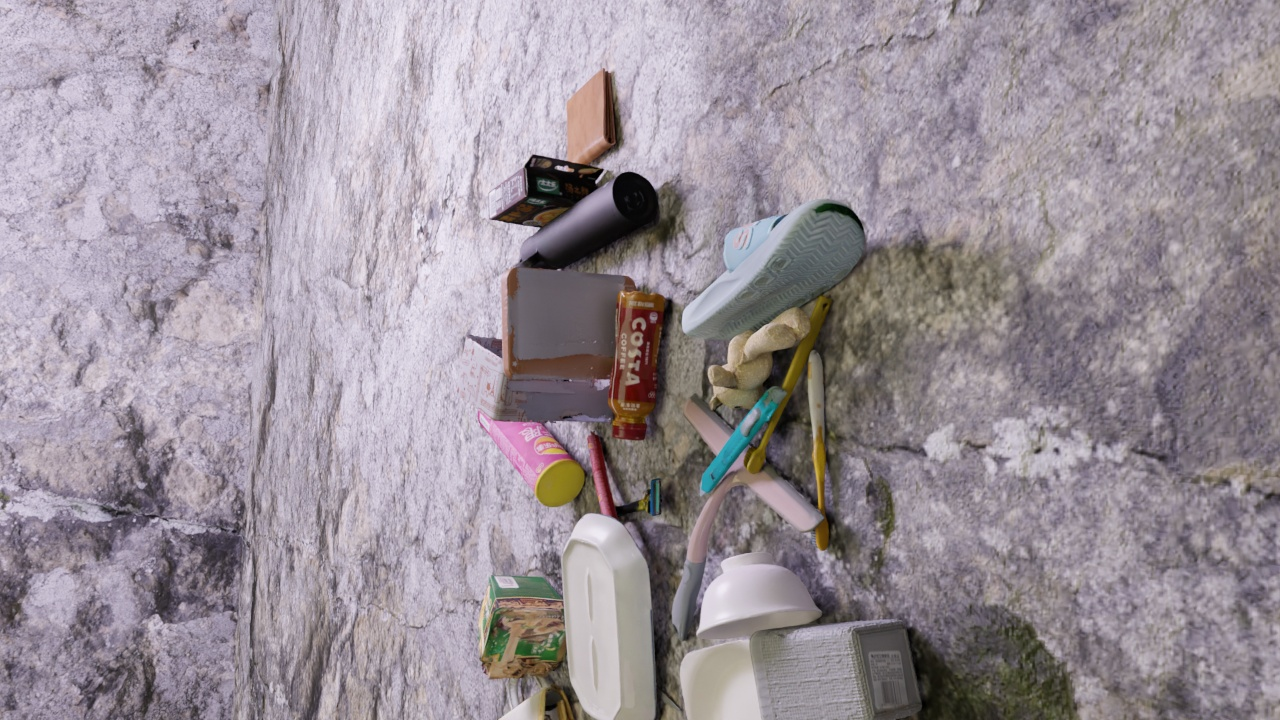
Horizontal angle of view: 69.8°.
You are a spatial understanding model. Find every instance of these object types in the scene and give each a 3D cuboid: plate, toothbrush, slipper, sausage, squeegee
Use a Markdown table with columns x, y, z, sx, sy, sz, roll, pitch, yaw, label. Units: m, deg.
| x | y | z | sx | sy | sz | roll | pitch | yaw | label |
| --- | --- | --- | --- | --- | --- | --- | --- | --- | --- |
| 0.108 | 0.364 | 0.914 | 0.165 | 0.034 | 0.163 | -32 | 62 | 49 | plate |
| 0.168 | 0.085 | 0.878 | 0.018 | 0.016 | 0.191 | -14 | 76 | 62 | toothbrush |
| -0.046 | 0.317 | 1.093 | 0.162 | 0.034 | 0.266 | 3 | 97 | 52 | plate |
| 0.121 | -0.090 | 0.893 | 0.246 | 0.104 | 0.074 | -39 | 54 | 53 | slipper |
| -0.048 | 0.150 | 1.148 | 0.020 | 0.020 | 0.155 | -55 | 36 | 36 | sausage |
| 0.143 | 0.025 | 0.902 | 0.016 | 0.015 | 0.190 | 43 | 115 | 60 | toothbrush |
| 0.068 | 0.201 | 0.978 | 0.247 | 0.040 | 0.250 | 44 | 124 | 51 | squeegee |

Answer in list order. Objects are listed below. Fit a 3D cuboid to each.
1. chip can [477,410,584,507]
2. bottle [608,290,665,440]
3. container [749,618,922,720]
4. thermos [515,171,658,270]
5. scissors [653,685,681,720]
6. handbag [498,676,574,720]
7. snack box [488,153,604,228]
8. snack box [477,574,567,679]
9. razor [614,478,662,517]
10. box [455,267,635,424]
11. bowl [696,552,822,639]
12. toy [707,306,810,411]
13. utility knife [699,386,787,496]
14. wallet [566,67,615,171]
| x | y | z | sx | sy | sz | roll | pitch | yaw | label |
| --- | --- | --- | --- | --- | --- | --- | --- | --- | --- |
| -0.156 | 0.117 | 1.275 | 0.210 | 0.071 | 0.071 | 40 | 118 | 49 | chip can |
| -0.006 | 0.006 | 1.090 | 0.058 | 0.057 | 0.175 | 8 | 93 | 54 | bottle |
| 0.170 | 0.272 | 0.795 | 0.115 | 0.090 | 0.090 | -27 | 65 | 46 | container |
| -0.081 | -0.163 | 1.189 | 0.068 | 0.089 | 0.243 | 53 | 143 | -12 | thermos |
| -0.010 | 0.368 | 1.099 | 0.176 | 0.014 | 0.159 | -21 | 72 | 49 | scissors |
| -0.145 | 0.493 | 1.244 | 0.164 | 0.063 | 0.178 | -47 | 36 | 41 | handbag |
| -0.127 | -0.222 | 1.232 | 0.126 | 0.113 | 0.053 | -16 | 75 | 53 | snack box |
| -0.165 | 0.349 | 1.238 | 0.105 | 0.118 | 0.118 | 48 | 125 | 57 | snack box |
| -0.007 | 0.176 | 1.104 | 0.143 | 0.022 | 0.042 | -31 | 52 | 56 | razor |
| -0.113 | -0.027 | 1.135 | 0.157 | 0.182 | 0.193 | 22 | 104 | 53 | box |
| 0.105 | 0.219 | 0.865 | 0.119 | 0.118 | 0.064 | -38 | 53 | 46 | bowl |
| 0.115 | 0.000 | 0.901 | 0.066 | 0.104 | 0.158 | 44 | 147 | 7 | toy |
| 0.099 | 0.081 | 0.921 | 0.157 | 0.013 | 0.029 | -57 | 30 | 29 | utility knife |
| -0.070 | -0.324 | 1.247 | 0.101 | 0.020 | 0.115 | -22 | 66 | 52 | wallet |
